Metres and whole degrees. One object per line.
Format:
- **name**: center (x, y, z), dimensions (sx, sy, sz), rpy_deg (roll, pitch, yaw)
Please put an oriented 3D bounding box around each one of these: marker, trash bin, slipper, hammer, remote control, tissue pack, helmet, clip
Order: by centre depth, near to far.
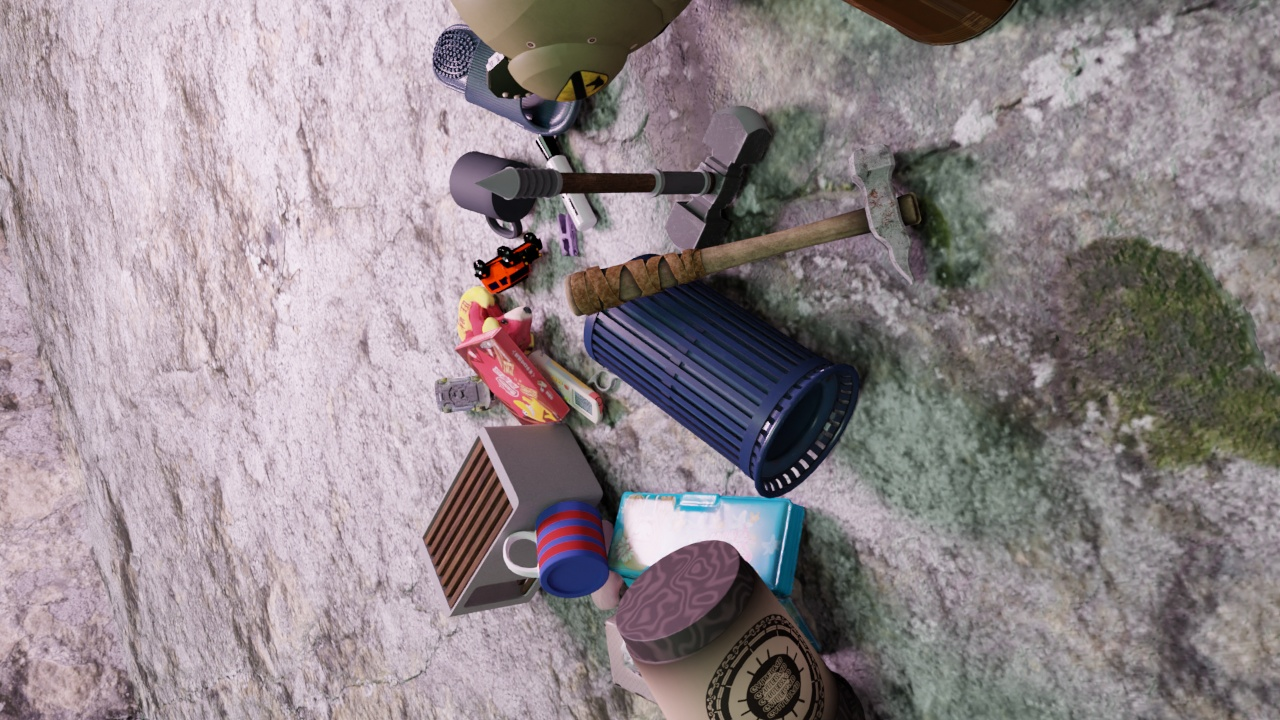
- **hammer**: center (-0.014, -0.153, 0.790), dimensions (0.043, 0.321, 0.156), rpy_deg (42, 123, 28)
- **helmet**: center (-0.056, -0.368, 0.813), dimensions (0.234, 0.255, 0.250), rpy_deg (-23, 85, 45)
- **hammer**: center (0.084, -0.093, 0.814), dimensions (0.319, 0.049, 0.121), rpy_deg (-13, 90, 15)
- **trash bin**: center (0.066, 0.003, 0.878), dimensions (0.249, 0.139, 0.139), rpy_deg (36, 120, 32)
- **tissue pack**: center (0.034, 0.342, 1.015), dimensions (0.182, 0.071, 0.104), rpy_deg (11, 117, 43)
- **marker**: center (-0.086, -0.206, 1.041), dimensions (0.025, 0.025, 0.126), rpy_deg (-36, 75, 40)
- **slipper**: center (-0.171, -0.335, 1.043), dimensions (0.264, 0.082, 0.101), rpy_deg (31, 104, 35)
- **clip**: center (-0.081, -0.144, 1.059), dimensions (0.037, 0.013, 0.053), rpy_deg (22, 115, 37)
- **remote control**: center (-0.089, 0.031, 1.090), dimensions (0.125, 0.018, 0.038), rpy_deg (34, 142, 30)
- **trash bin**: center (-0.163, 0.194, 1.114), dimensions (0.229, 0.114, 0.114), rpy_deg (-57, 49, 33)

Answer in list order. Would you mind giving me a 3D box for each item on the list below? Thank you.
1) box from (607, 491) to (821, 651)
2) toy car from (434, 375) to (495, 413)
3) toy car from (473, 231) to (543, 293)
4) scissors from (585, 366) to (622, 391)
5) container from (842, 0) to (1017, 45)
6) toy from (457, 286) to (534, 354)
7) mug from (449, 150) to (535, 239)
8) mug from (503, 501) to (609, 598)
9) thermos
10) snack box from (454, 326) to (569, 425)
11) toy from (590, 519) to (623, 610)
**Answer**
- **box**: center (0.068, 0.223, 0.963), dimensions (0.228, 0.083, 0.172), rpy_deg (-4, 95, 41)
- **toy car**: center (-0.229, 0.044, 1.212), dimensions (0.106, 0.033, 0.048), rpy_deg (-5, 93, 37)
- **toy car**: center (-0.156, -0.114, 1.101), dimensions (0.100, 0.051, 0.049), rpy_deg (-15, 108, 48)
- **scissors**: center (-0.004, 0.021, 1.024), dimensions (0.172, 0.014, 0.090), rpy_deg (26, 117, 37)
- **container**: center (0.197, -0.311, 0.677), dimensions (0.132, 0.166, 0.132), rpy_deg (10, 105, 40)
- **toy**: center (-0.187, -0.035, 1.142), dimensions (0.137, 0.067, 0.106), rpy_deg (19, 110, 45)
- **mug**: center (-0.172, -0.193, 1.097), dimensions (0.077, 0.071, 0.105), rpy_deg (22, 139, 36)
- **mug**: center (-0.094, 0.210, 1.005), dimensions (0.076, 0.112, 0.075), rpy_deg (-102, 6, -48)
- **thermos**: center (0.089, 0.294, 0.846), dimensions (0.173, 0.172, 0.226), rpy_deg (-16, 112, 42)
- **snack box**: center (-0.153, 0.022, 1.099), dimensions (0.089, 0.021, 0.133), rpy_deg (-14, 122, 49)
- **toy**: center (-0.052, 0.234, 1.083), dimensions (0.099, 0.052, 0.096), rpy_deg (32, 98, 11)
